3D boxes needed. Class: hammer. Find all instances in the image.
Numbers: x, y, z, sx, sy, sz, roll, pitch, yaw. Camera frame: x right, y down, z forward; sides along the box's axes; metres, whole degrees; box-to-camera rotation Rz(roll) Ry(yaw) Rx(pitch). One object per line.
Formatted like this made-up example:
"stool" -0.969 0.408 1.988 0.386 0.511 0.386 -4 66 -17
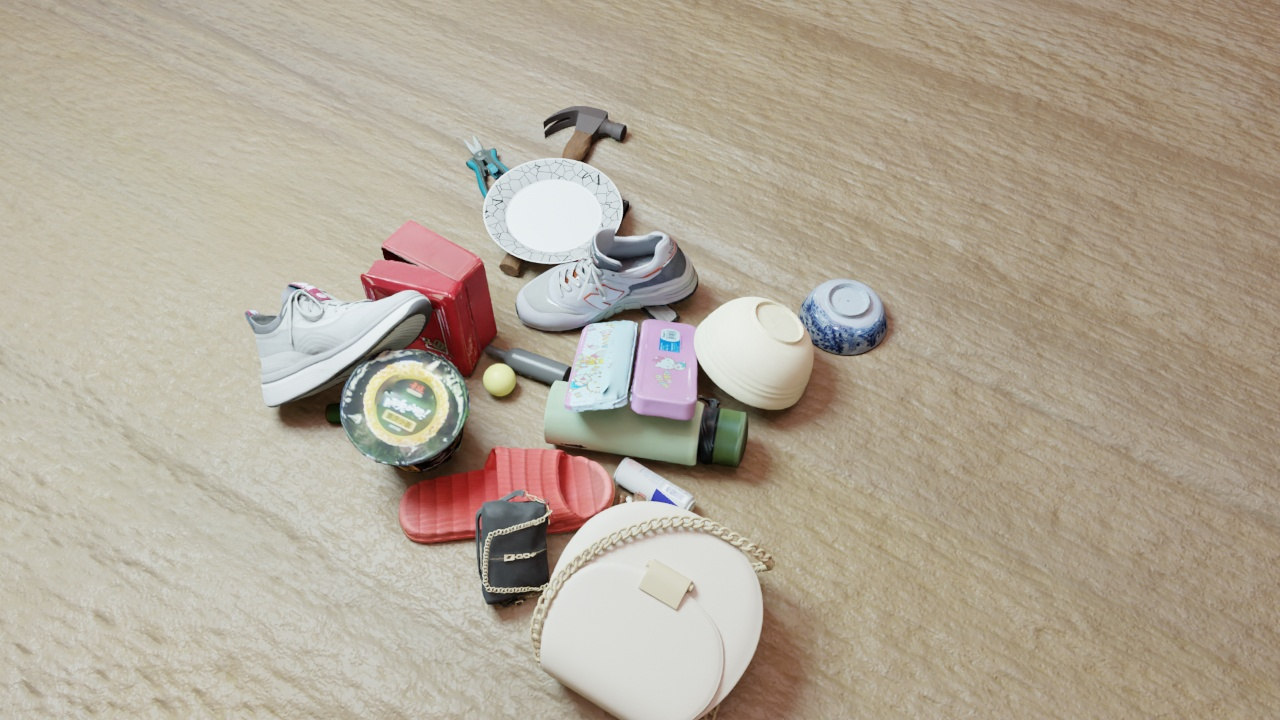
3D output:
"hammer" -0.124 -0.249 1.314 0.115 0.033 0.322 17 59 10

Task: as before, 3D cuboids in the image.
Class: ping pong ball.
"ping pong ball" -0.173 0.024 1.127 0.040 0.040 0.040 -1 56 1

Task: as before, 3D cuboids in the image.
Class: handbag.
"handbag" 0.014 0.254 0.927 0.211 0.103 0.208 28 76 13
"handbag" -0.132 0.200 0.977 0.079 0.128 0.054 -3 11 -19

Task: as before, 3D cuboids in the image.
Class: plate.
"plate" -0.119 -0.202 1.256 0.188 0.016 0.188 1 58 -1

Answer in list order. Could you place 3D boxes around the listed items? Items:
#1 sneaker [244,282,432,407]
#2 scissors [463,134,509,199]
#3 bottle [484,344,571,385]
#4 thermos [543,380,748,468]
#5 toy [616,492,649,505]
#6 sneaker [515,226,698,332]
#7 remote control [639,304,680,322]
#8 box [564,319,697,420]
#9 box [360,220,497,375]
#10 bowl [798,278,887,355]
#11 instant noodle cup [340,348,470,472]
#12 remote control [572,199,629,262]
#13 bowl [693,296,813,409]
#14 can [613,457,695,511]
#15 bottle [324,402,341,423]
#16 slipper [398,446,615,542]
"sneaker" -0.357 -0.044 1.069 0.264 0.096 0.128 -22 93 26
"scissors" -0.220 -0.279 1.343 0.148 0.019 0.123 16 62 19
"bottle" -0.143 0.003 1.145 0.113 0.030 0.030 19 59 14
"thermos" 0.009 0.073 1.066 0.231 0.082 0.082 8 57 7
"toy" -0.017 0.189 1.013 0.055 0.041 0.101 -4 44 26
"sneaker" -0.050 -0.113 1.149 0.240 0.124 0.088 -12 63 2
"remote control" -0.001 -0.090 1.214 0.033 0.013 0.136 -34 61 -19
"box" -0.007 0.006 1.084 0.151 0.035 0.213 0 26 3
"box" -0.250 -0.075 1.128 0.134 0.158 0.110 19 54 12
"bowl" 0.261 -0.065 1.171 0.114 0.045 0.114 -1 56 1
"instant noodle cup" -0.261 0.065 1.048 0.137 0.112 0.137 1 70 -4
"remote control" -0.057 -0.170 1.269 0.034 0.013 0.149 16 58 12
"bowl" 0.147 -0.022 1.093 0.150 0.076 0.150 17 43 -17
"can" 0.016 0.147 1.044 0.095 0.032 0.032 29 62 19
"bottle" -0.328 0.060 1.116 0.106 0.025 0.025 -5 56 -2
"slipper" -0.154 0.146 1.031 0.249 0.059 0.103 -7 53 0
